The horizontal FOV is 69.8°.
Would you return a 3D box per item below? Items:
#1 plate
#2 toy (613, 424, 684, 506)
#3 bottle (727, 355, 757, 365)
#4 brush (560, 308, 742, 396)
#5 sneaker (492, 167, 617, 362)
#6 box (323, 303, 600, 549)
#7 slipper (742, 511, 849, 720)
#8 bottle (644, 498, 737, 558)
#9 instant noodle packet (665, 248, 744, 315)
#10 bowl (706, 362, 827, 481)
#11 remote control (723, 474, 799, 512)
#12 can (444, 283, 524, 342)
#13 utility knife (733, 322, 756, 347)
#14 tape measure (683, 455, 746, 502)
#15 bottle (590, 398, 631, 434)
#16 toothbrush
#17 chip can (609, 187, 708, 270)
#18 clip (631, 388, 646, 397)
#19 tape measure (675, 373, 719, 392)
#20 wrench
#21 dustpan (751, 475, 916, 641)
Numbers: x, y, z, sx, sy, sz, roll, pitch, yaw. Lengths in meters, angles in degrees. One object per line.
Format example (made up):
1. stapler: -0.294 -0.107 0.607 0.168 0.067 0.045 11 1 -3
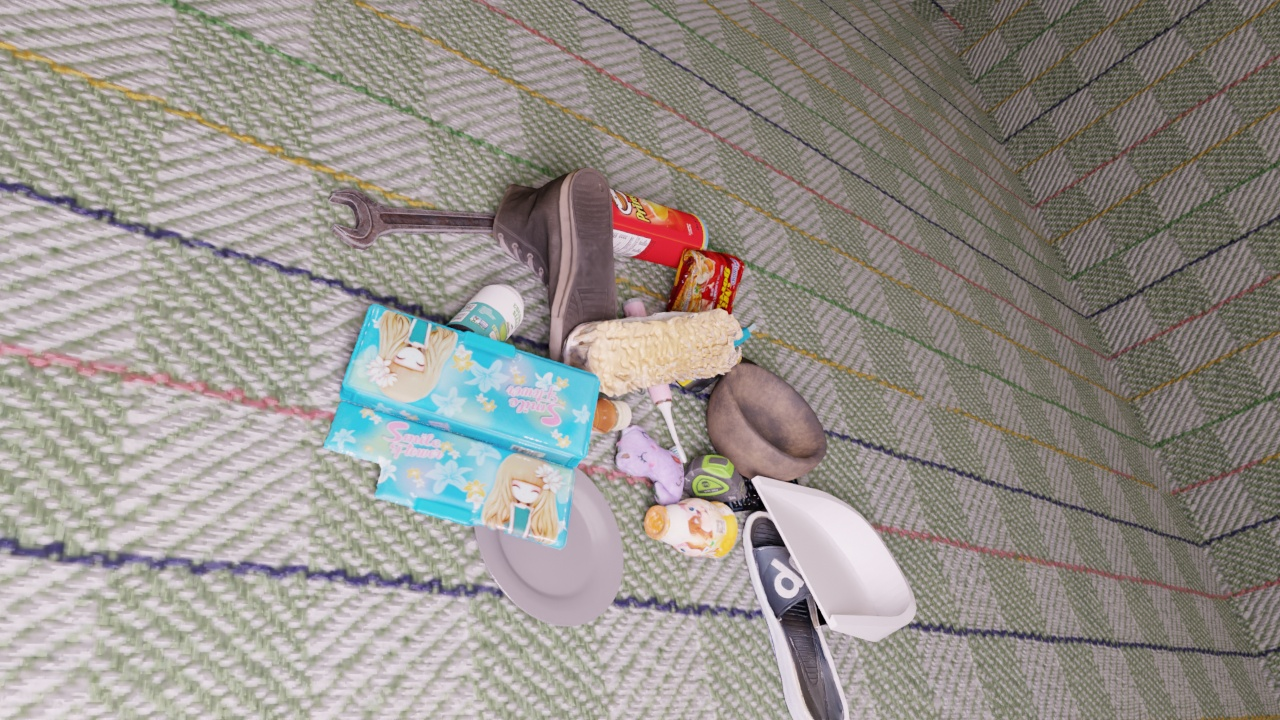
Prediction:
1. plate: -0.088 0.170 0.887 0.178 0.012 0.178 29 43 -31
2. toy: 0.011 0.118 1.020 0.099 0.037 0.080 35 39 -27
3. bottle: 0.132 0.013 1.232 0.184 0.046 0.045 43 37 -16
4. brush: 0.019 -0.012 1.042 0.270 0.057 0.083 -7 96 -48
5. sneaker: -0.099 -0.091 1.028 0.095 0.120 0.235 -11 99 -51
6. box: -0.158 0.062 0.825 0.226 0.039 0.181 18 57 -15
7. slipper: 0.192 0.295 1.062 0.111 0.063 0.263 16 53 -41
8. bottle: 0.055 0.180 0.996 0.109 0.063 0.063 18 50 -40
9. instant noodle packet: 0.088 -0.098 1.240 0.040 0.098 0.135 22 15 37
10. bowl: 0.151 0.086 1.154 0.162 0.070 0.162 27 34 -21
11. remote control: 0.150 0.165 1.153 0.150 0.022 0.047 4 59 -45
12. can: -0.160 -0.036 0.934 0.055 0.055 0.101 46 36 -11
13. utility knife: 0.140 -0.030 1.305 0.140 0.015 0.022 -27 108 -56
14. tape measure: 0.083 0.136 1.063 0.059 0.066 0.035 65 28 -28
15. bottle: -0.076 0.058 0.950 0.166 0.059 0.059 2 61 -48
16. toothbrush: 0.018 0.023 1.113 0.027 0.027 0.222 34 35 -60
17. chip can: -0.010 -0.173 1.189 0.213 0.087 0.087 8 56 -46
18. clip: -0.006 0.005 1.100 0.023 0.037 0.075 -1 58 -47
19. tape measure: 0.065 0.004 1.170 0.071 0.042 0.072 19 44 -40
20. wrench: -0.219 -0.151 0.999 0.272 0.010 0.070 -8 68 -51
21. dustpan: 0.250 0.238 1.108 0.257 0.053 0.191 33 25 -53
